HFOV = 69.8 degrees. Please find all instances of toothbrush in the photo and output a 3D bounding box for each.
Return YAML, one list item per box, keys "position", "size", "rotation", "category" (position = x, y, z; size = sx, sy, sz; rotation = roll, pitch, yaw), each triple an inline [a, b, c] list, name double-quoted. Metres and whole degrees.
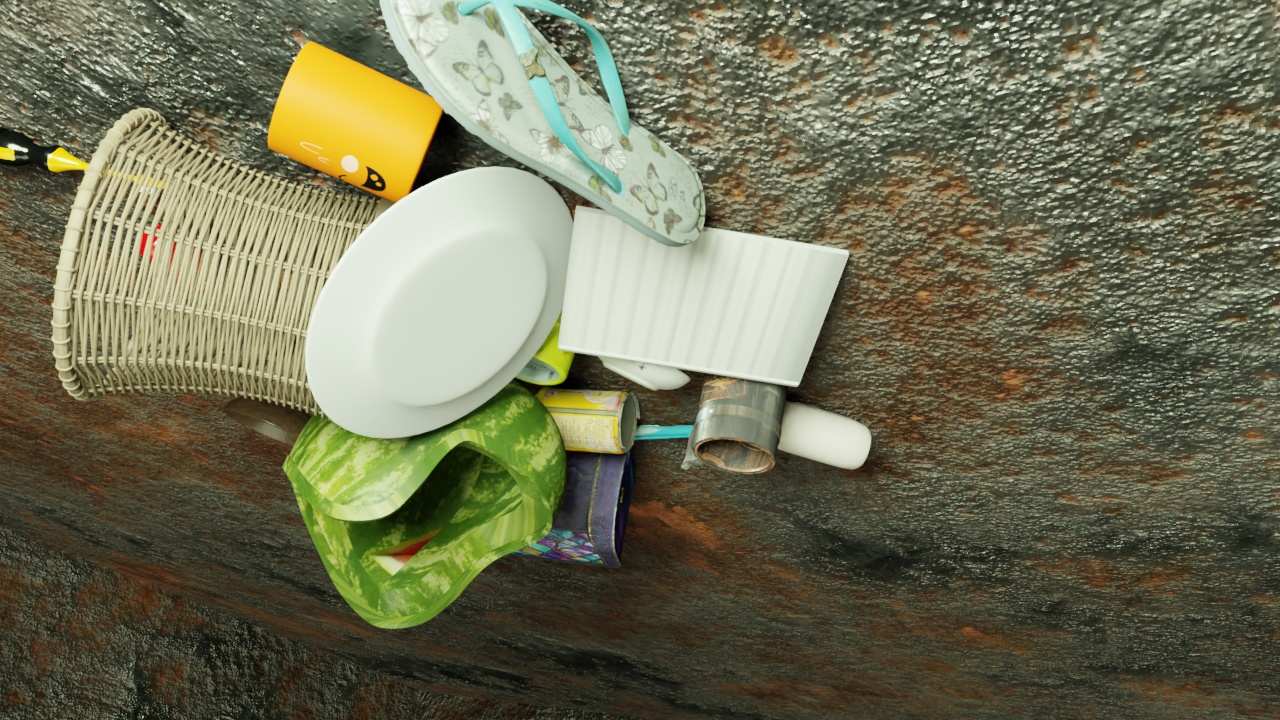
- position: [-0.506, -0.174, 0.790]
  size: [0.196, 0.031, 0.031]
  rotation: [14, 119, -3]
  category: "toothbrush"

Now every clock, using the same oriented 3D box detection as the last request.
- position: [-0.104, -0.013, 0.880]
  size: [0.083, 0.057, 0.119]
  rotation: [24, 156, -19]
  category: "clock"

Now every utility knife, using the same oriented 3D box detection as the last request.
- position: [0.068, 0.076, 1.009]
  size: [0.181, 0.015, 0.022]
  rotation: [-4, 150, 24]
  category: "utility knife"

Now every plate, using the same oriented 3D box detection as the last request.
- position: [-0.138, -0.034, 0.701]
  size: [0.016, 0.242, 0.243]
  rotation: [40, 163, 29]
  category: "plate"
- position: [-0.005, 0.005, 0.852]
  size: [0.104, 0.026, 0.104]
  rotation: [26, 176, 2]
  category: "plate"

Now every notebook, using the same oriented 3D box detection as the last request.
- position: [0.044, -0.046, 0.741]
  size: [0.210, 0.009, 0.143]
  rotation: [9, 132, -3]
  category: "notebook"

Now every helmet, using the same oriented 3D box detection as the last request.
- position: [-0.203, 0.104, 0.892]
  size: [0.243, 0.246, 0.213]
  rotation: [41, 147, 41]
  category: "helmet"

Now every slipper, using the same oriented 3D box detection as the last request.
- position: [-0.041, -0.154, 0.563]
  size: [0.055, 0.098, 0.268]
  rotation: [-15, 141, 43]
  category: "slipper"

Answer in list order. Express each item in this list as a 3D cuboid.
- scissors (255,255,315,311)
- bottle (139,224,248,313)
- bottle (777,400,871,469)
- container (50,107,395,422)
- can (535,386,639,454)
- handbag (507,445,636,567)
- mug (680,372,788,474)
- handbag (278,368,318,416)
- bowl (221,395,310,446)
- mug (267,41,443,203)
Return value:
- position: [-0.336, -0.069, 0.920]
  size: [0.064, 0.013, 0.128]
  rotation: [-9, 145, 33]
  category: "scissors"
- position: [-0.437, -0.086, 0.909]
  size: [0.036, 0.036, 0.119]
  rotation: [-4, 147, 28]
  category: "bottle"
- position: [0.155, 0.068, 0.916]
  size: [0.146, 0.051, 0.051]
  rotation: [17, 151, -6]
  category: "bottle"
- position: [-0.311, -0.059, 0.728]
  size: [0.196, 0.226, 0.227]
  rotation: [13, 152, -13]
  category: "container"
- position: [-0.060, 0.064, 0.983]
  size: [0.105, 0.067, 0.068]
  rotation: [2, 149, 18]
  category: "can"
- position: [-0.110, 0.157, 1.091]
  size: [0.205, 0.125, 0.222]
  rotation: [4, 153, 12]
  category: "handbag"
- position: [0.083, 0.044, 0.848]
  size: [0.080, 0.107, 0.116]
  rotation: [27, 148, -24]
  category: "mug"
- position: [-0.345, 0.037, 1.049]
  size: [0.119, 0.081, 0.111]
  rotation: [27, 156, -26]
  category: "handbag"
- position: [-0.393, 0.065, 1.000]
  size: [0.118, 0.030, 0.118]
  rotation: [19, 161, 6]
  category: "bowl"
- position: [-0.198, -0.164, 0.649]
  size: [0.096, 0.077, 0.112]
  rotation: [22, -179, -16]
  category: "mug"
